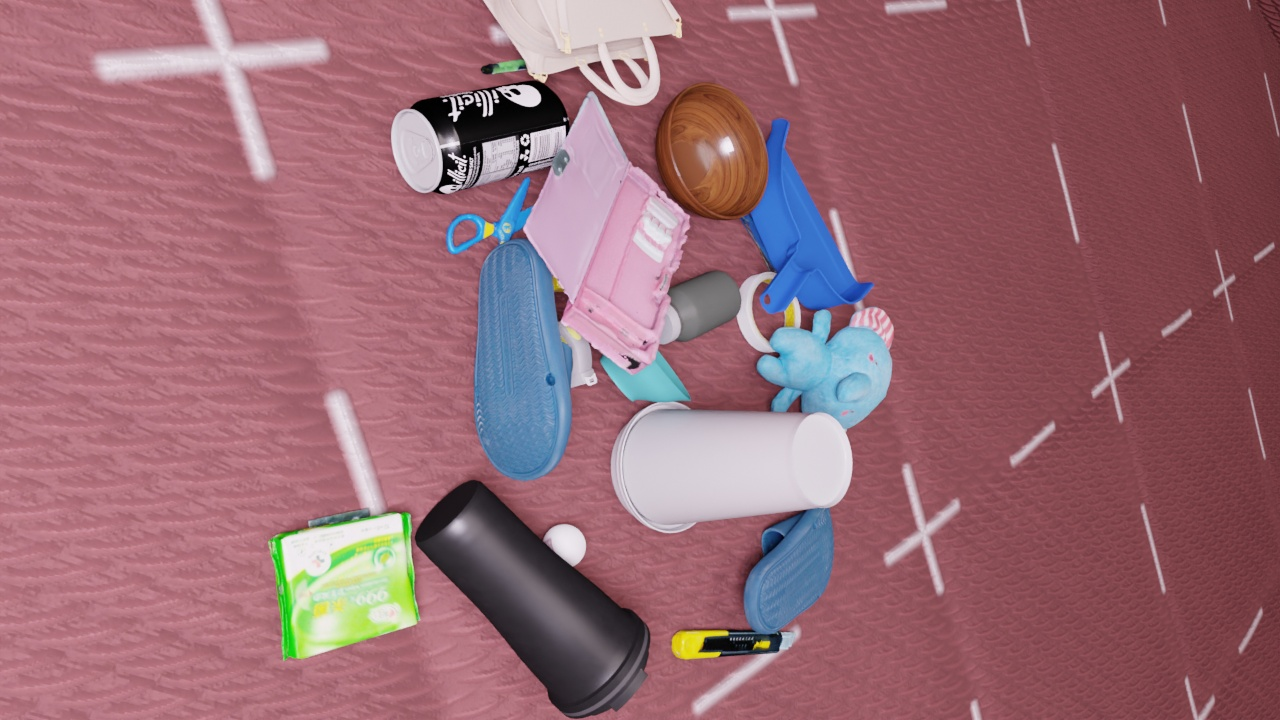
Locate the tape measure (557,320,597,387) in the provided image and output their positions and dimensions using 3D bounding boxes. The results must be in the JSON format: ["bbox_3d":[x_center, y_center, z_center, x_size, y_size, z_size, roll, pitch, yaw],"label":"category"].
[{"bbox_3d":[-0.071,-0.004,0.854,0.016,0.064,0.065,-22,93,-40],"label":"tape measure"}]

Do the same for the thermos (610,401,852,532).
[{"bbox_3d":[0.083,0.098,0.865,0.131,0.222,0.131,7,79,-40],"label":"thermos"}]

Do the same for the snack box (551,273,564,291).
[{"bbox_3d":[-0.036,-0.107,0.919,0.152,0.025,0.075,-5,86,-44],"label":"snack box"}]

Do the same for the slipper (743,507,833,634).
[{"bbox_3d":[0.165,0.232,1.026,0.213,0.059,0.104,-29,112,-51],"label":"slipper"}]

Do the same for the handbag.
[{"bbox_3d":[-0.049,-0.330,0.877,0.194,0.102,0.198,-26,86,-42],"label":"handbag"}]

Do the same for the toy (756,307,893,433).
[{"bbox_3d":[0.221,0.015,1.065,0.180,0.115,0.183,19,102,-35],"label":"toy"}]

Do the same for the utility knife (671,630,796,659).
[{"bbox_3d":[0.107,0.304,0.991,0.186,0.020,0.028,12,78,-40],"label":"utility knife"}]

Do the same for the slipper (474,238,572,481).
[{"bbox_3d":[-0.097,-0.001,0.808,0.059,0.104,0.213,1,84,-53],"label":"slipper"}]

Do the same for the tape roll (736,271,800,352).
[{"bbox_3d":[0.151,-0.057,1.081,0.094,0.019,0.094,7,79,-39],"label":"tape roll"}]

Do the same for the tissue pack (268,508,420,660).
[{"bbox_3d":[-0.229,0.170,0.714,0.113,0.034,0.099,-7,90,-39],"label":"tissue pack"}]

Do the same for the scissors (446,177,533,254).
[{"bbox_3d":[-0.121,-0.116,0.861,0.132,0.020,0.097,-38,113,-38],"label":"scissors"}]

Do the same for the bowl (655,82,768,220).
[{"bbox_3d":[0.064,-0.218,0.997,0.147,0.069,0.147,7,79,-39],"label":"bowl"}]

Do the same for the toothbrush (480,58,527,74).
[{"bbox_3d":[-0.083,-0.303,0.925,0.187,0.017,0.014,-23,95,-37],"label":"toothbrush"}]

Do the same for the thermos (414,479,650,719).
[{"bbox_3d":[-0.092,0.202,0.787,0.218,0.106,0.105,50,55,-18],"label":"thermos"}]

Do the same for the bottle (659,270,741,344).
[{"bbox_3d":[0.054,-0.055,0.971,0.108,0.060,0.060,-26,100,-40],"label":"bottle"}]

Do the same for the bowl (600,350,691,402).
[{"bbox_3d":[-0.005,0.005,0.904,0.046,0.121,0.121,-38,114,5],"label":"bowl"}]

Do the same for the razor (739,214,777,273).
[{"bbox_3d":[0.130,-0.160,1.079,0.141,0.018,0.043,60,42,-18],"label":"razor"}]

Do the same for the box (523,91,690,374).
[{"bbox_3d":[-0.033,-0.119,0.845,0.180,0.051,0.232,48,37,-27],"label":"box"}]

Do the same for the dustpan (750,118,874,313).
[{"bbox_3d":[0.182,-0.129,1.068,0.245,0.060,0.256,57,45,-19],"label":"dustpan"}]

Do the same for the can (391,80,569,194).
[{"bbox_3d":[-0.139,-0.199,0.814,0.145,0.080,0.080,-26,100,-40],"label":"can"}]

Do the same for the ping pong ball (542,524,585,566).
[{"bbox_3d":[-0.070,0.171,0.844,0.040,0.040,0.040,7,79,-40],"label":"ping pong ball"}]
